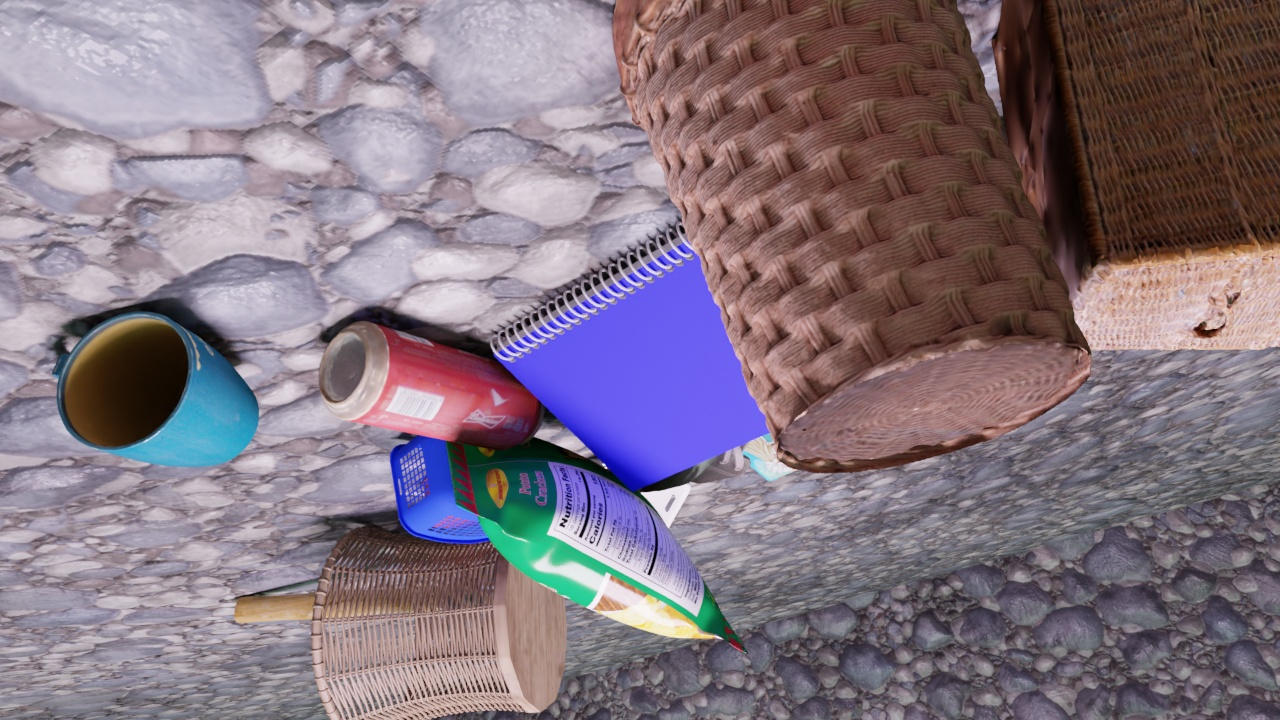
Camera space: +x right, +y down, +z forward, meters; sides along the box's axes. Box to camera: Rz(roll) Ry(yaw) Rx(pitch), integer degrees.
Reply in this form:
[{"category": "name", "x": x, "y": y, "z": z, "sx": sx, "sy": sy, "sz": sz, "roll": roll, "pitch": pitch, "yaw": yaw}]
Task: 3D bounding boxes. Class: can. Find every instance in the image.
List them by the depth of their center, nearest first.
[{"category": "can", "x": -0.144, "y": 0.022, "z": 0.659, "sx": 0.067, "sy": 0.067, "sz": 0.170, "roll": -26, "pitch": 153, "yaw": 29}]

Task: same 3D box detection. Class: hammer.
[{"category": "hammer", "x": -0.359, "y": 0.304, "z": 1.158, "sx": 0.331, "sy": 0.132, "sz": 0.033, "roll": -6, "pitch": 159, "yaw": 11}]

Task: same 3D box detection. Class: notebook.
[{"category": "notebook", "x": 0.022, "y": 0.001, "z": 0.643, "sx": 0.210, "sy": 0.022, "sz": 0.171, "roll": -28, "pitch": 118, "yaw": 31}]

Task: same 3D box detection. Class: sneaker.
[{"category": "sneaker", "x": 0.052, "y": 0.053, "z": 0.801, "sx": 0.119, "sy": 0.095, "sz": 0.235, "roll": -7, "pitch": 154, "yaw": -19}]

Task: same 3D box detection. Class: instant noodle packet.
[{"category": "instant noodle packet", "x": -0.045, "y": 0.134, "z": 0.737, "sx": 0.252, "sy": 0.195, "sz": 0.090, "roll": 32, "pitch": 94, "yaw": -20}]

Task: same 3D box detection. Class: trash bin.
[{"category": "trash bin", "x": 0.080, "y": -0.072, "z": 0.383, "sx": 0.151, "sy": 0.209, "sz": 0.151, "roll": -10, "pitch": 156, "yaw": -5}]

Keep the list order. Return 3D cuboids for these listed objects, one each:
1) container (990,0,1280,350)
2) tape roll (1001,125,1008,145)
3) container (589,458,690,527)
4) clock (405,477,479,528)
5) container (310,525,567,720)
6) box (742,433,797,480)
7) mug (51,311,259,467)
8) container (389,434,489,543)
[{"category": "container", "x": 0.231, "y": -0.106, "z": 0.401, "sx": 0.113, "sy": 0.198, "sz": 0.114, "roll": -5, "pitch": 161, "yaw": 11}, {"category": "tape roll", "x": 0.202, "y": -0.105, "z": 0.581, "sx": 0.093, "sy": 0.030, "sz": 0.094, "roll": -13, "pitch": 151, "yaw": -7}, {"category": "container", "x": -0.019, "y": 0.146, "z": 0.995, "sx": 0.129, "sy": 0.049, "sz": 0.081, "roll": 5, "pitch": 125, "yaw": -34}, {"category": "clock", "x": -0.169, "y": 0.139, "z": 0.937, "sx": 0.124, "sy": 0.044, "sz": 0.087, "roll": 8, "pitch": 149, "yaw": -40}, {"category": "container", "x": -0.201, "y": 0.281, "z": 0.976, "sx": 0.196, "sy": 0.226, "sz": 0.227, "roll": -9, "pitch": 158, "yaw": 12}, {"category": "box", "x": 0.217, "y": 0.056, "z": 0.923, "sx": 0.228, "sy": 0.074, "sz": 0.180, "roll": -28, "pitch": 151, "yaw": 31}, {"category": "mug", "x": -0.307, "y": 0.022, "z": 0.579, "sx": 0.112, "sy": 0.084, "sz": 0.104, "roll": 14, "pitch": 165, "yaw": 10}, {"category": "container", "x": -0.155, "y": 0.106, "z": 0.811, "sx": 0.058, "sy": 0.096, "sz": 0.114, "roll": -34, "pitch": 149, "yaw": 30}]
